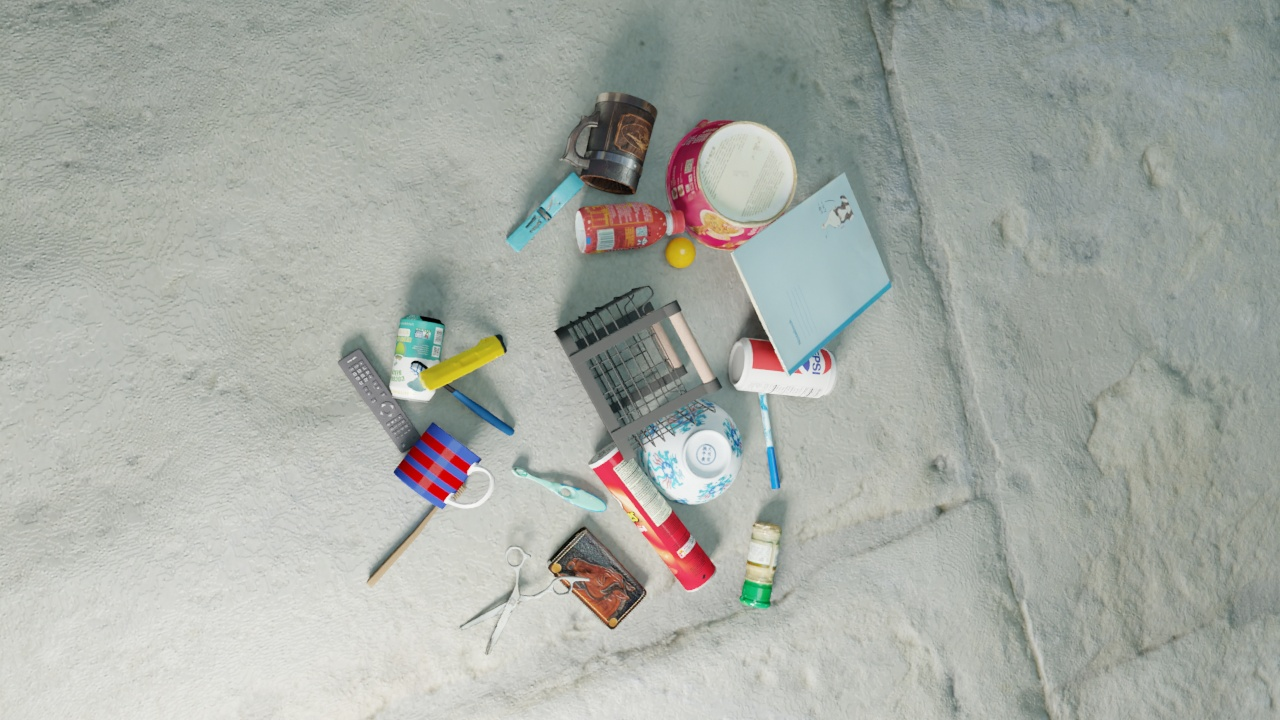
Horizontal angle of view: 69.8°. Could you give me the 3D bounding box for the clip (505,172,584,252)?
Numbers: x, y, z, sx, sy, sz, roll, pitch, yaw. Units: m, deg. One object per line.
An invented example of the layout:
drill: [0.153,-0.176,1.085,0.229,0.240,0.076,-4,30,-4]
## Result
clip: [-0.118,-0.193,1.173,0.130,0.121,0.031,-42,104,19]

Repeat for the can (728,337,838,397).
can: [0.190,0.010,1.227,0.132,0.070,0.070,6,87,-15]

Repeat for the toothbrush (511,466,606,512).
toothbrush: [-0.103,0.165,1.174,0.135,0.017,0.022,25,82,-13]

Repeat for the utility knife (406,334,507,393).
utility knife: [-0.218,0.004,1.104,0.030,0.017,0.164,58,36,0]

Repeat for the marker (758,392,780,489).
marker: [0.175,0.105,1.251,0.013,0.013,0.142,-9,91,-15]

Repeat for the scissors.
scissors: [-0.145,0.304,1.153,0.161,0.014,0.141,5,93,-8]

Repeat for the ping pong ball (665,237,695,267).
ping pong ball: [0.053,-0.142,1.209,0.040,0.040,0.040,0,89,-15]

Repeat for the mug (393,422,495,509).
mug: [-0.230,0.137,1.103,0.112,0.075,0.076,35,80,13]

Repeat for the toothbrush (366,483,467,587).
toothbrush: [-0.275,0.213,1.128,0.016,0.016,0.166,44,78,-10]

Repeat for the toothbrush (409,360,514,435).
toothbrush: [-0.214,0.049,1.116,0.167,0.014,0.014,41,40,-34]

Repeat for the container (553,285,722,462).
container: [-0.007,0.006,1.093,0.130,0.241,0.163,-28,96,-4]

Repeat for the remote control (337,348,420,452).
remote control: [-0.317,0.049,1.120,0.032,0.015,0.136,-35,100,-13]

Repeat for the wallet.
wallet: [-0.056,0.281,1.183,0.072,0.019,0.123,-44,100,-7]

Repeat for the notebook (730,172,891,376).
notebook: [0.234,-0.118,1.215,0.252,0.009,0.181,-37,109,-33]

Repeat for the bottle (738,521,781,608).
bottle: [0.161,0.273,1.229,0.043,0.043,0.111,11,85,-14]

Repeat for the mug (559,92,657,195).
mug: [-0.043,-0.279,1.159,0.115,0.080,0.107,16,86,-36]

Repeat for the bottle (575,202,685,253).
bottle: [-0.012,-0.173,1.182,0.137,0.062,0.062,-6,90,-15]

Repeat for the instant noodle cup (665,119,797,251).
instant noodle cup: [0.129,-0.239,1.212,0.178,0.078,0.178,0,88,-15]

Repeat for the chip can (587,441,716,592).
chip can: [0.017,0.202,1.187,0.051,0.052,0.215,-39,99,-13]

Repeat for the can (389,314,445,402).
can: [-0.271,-0.002,1.113,0.055,0.055,0.101,9,87,-15]

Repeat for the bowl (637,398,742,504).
bowl: [0.075,0.120,1.192,0.144,0.074,0.144,0,89,-15]
